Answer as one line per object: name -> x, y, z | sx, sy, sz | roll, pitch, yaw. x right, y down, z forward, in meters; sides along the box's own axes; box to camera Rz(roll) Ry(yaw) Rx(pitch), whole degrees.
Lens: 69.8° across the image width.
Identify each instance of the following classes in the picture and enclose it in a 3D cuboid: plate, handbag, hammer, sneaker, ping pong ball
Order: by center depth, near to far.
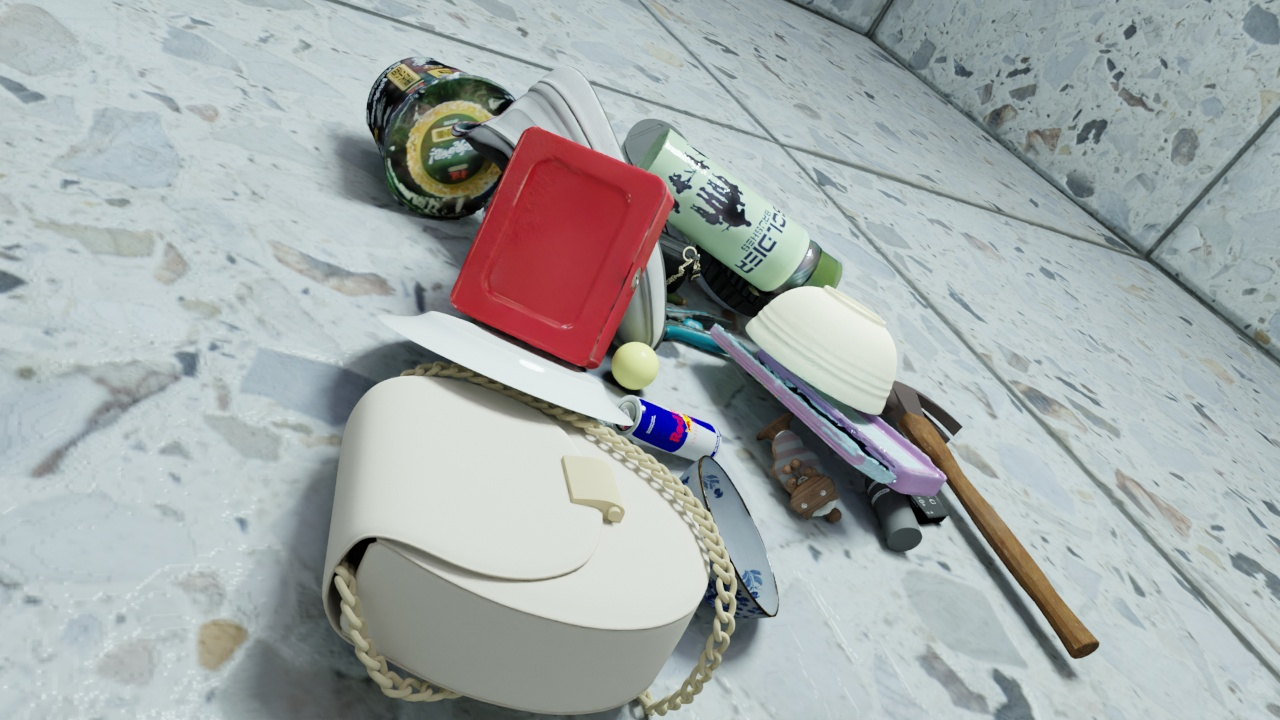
handbag -> -0.070, 0.102, 0.525 | 0.208, 0.103, 0.210 | 17, 23, -21
plate -> -0.088, -0.001, 0.637 | 0.188, 0.016, 0.188 | 24, 1, -1
ping pong ball -> -0.005, 0.004, 0.771 | 0.040, 0.040, 0.040 | 22, 31, -15
sneaker -> -0.064, -0.118, 0.804 | 0.128, 0.097, 0.263 | -24, 92, -11
hammer -> 0.311, 0.132, 0.856 | 0.115, 0.033, 0.322 | 16, 32, -34
handbag -> 0.003, -0.114, 0.906 | 0.128, 0.079, 0.054 | 26, 72, -10
sneaker -> 0.056, -0.153, 1.008 | 0.240, 0.088, 0.124 | 54, -10, -12

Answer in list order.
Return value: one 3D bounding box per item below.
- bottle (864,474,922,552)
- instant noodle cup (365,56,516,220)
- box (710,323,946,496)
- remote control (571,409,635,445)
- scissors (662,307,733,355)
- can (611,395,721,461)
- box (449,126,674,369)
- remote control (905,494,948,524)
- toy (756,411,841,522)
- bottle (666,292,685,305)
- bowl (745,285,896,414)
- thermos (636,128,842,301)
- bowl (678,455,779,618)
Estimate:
bottle -> 0.217, 0.117, 0.812 | 0.030, 0.030, 0.112 | 20, 32, -18
instant noodle cup -> -0.188, -0.216, 0.856 | 0.137, 0.137, 0.112 | 4, 30, -38
box -> 0.161, 0.041, 0.819 | 0.150, 0.035, 0.214 | 22, 16, -43
remote control -> -0.009, 0.076, 0.687 | 0.136, 0.013, 0.033 | 46, 33, 24
scissors -> 0.044, -0.033, 0.892 | 0.148, 0.019, 0.123 | 33, 31, 7
can -> 0.022, 0.054, 0.712 | 0.095, 0.032, 0.032 | 22, 29, -39
box -> -0.060, -0.084, 0.712 | 0.134, 0.157, 0.110 | 24, 4, -1
remote control -> 0.235, 0.095, 0.878 | 0.034, 0.013, 0.150 | 4, 40, -38
toy -> 0.132, 0.090, 0.767 | 0.054, 0.042, 0.101 | 25, 30, -59
bottle -> -0.002, -0.070, 0.900 | 0.106, 0.025, 0.025 | 15, 34, -25
bowl -> 0.182, -0.022, 0.866 | 0.150, 0.075, 0.150 | 29, 14, -8
thermos -> 0.096, -0.129, 0.917 | 0.231, 0.082, 0.082 | 33, 29, -16
bowl -> 0.047, 0.125, 0.614 | 0.114, 0.045, 0.114 | 57, 15, -25
